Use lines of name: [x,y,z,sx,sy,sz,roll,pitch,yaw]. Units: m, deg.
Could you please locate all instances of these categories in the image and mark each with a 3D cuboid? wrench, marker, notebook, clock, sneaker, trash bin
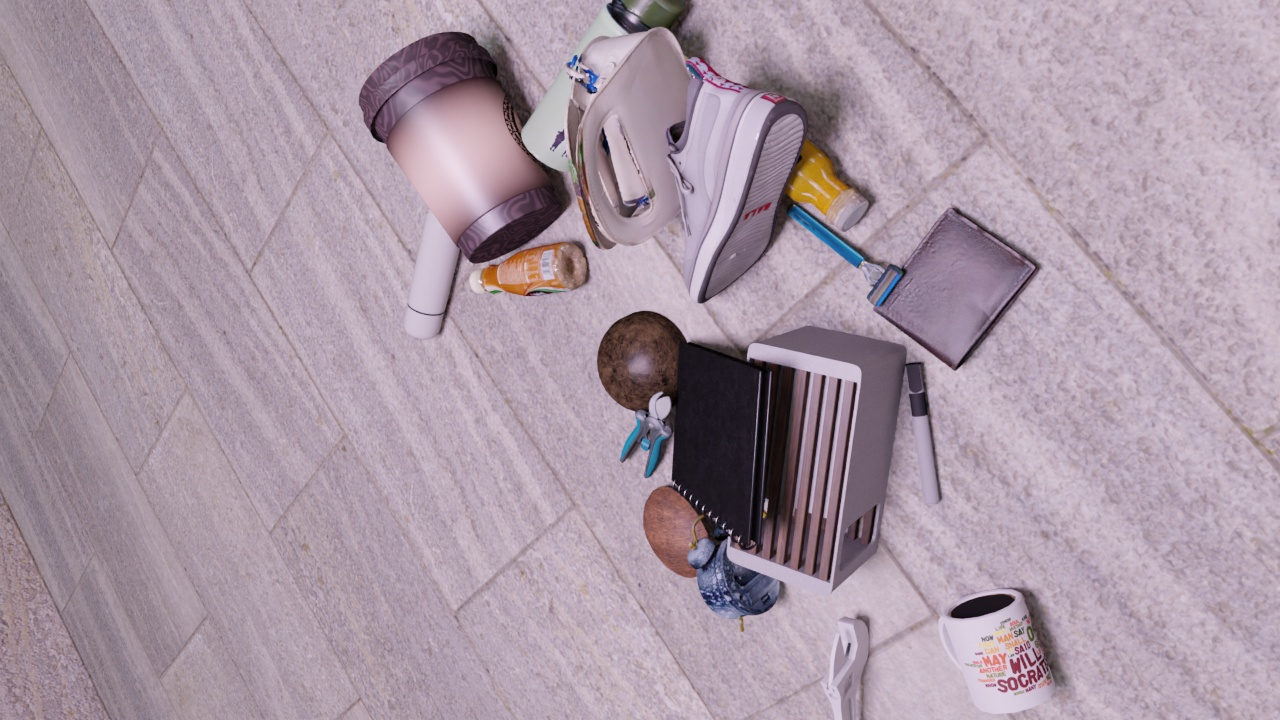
wrench: [0.225,0.399,0.982,0.018,0.086,0.273,6,114,35]
marker: [0.275,0.072,0.895,0.016,0.016,0.140,-5,97,37]
notebook: [0.076,0.077,0.926,0.231,0.019,0.169,-153,65,-73]
clock: [0.100,0.227,1.013,0.052,0.090,0.129,-32,84,42]
sneaker: [0.069,-0.168,0.907,0.128,0.096,0.264,45,148,25]
trash bin: [0.174,0.094,0.912,0.115,0.114,0.229,14,108,33]

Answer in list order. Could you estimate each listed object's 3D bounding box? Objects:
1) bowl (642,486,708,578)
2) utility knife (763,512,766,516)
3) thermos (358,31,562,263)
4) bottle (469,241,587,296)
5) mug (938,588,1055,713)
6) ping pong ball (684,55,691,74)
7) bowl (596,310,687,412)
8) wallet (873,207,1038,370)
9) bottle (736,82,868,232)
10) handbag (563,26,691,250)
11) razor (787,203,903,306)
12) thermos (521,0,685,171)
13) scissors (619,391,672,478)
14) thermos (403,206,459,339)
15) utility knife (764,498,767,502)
bowl: [0.033,0.205,1.077,0.114,0.026,0.102,48,135,31]
utility knife: [0.133,0.179,1.026,0.206,0.018,0.031,46,132,16]
thermos: [-0.205,-0.245,1.090,0.173,0.172,0.226,-34,86,36]
bottle: [-0.145,-0.107,1.135,0.167,0.059,0.059,-5,97,37]
mug: [0.329,0.273,0.873,0.105,0.073,0.089,-24,85,63]
ping pong ball: [0.037,-0.304,0.970,0.040,0.040,0.040,9,105,35]
bowl: [-0.006,0.006,1.061,0.121,0.056,0.121,9,105,35]
wallet: [0.289,-0.066,0.848,0.099,0.031,0.120,41,115,23]
bottle: [0.144,-0.199,0.907,0.186,0.053,0.053,46,123,19]
handbag: [-0.021,-0.212,0.919,0.093,0.199,0.201,7,139,32]
razor: [0.196,-0.111,0.902,0.144,0.022,0.042,47,117,31]
thermos: [-0.042,-0.319,1.005,0.082,0.082,0.232,52,125,15]
scissors: [0.012,0.090,1.063,0.132,0.019,0.148,-7,119,41]
thermos: [-0.273,-0.133,1.227,0.052,0.052,0.225,32,117,27]
utility knife: [0.094,0.129,1.025,0.120,0.015,0.022,25,108,30]
